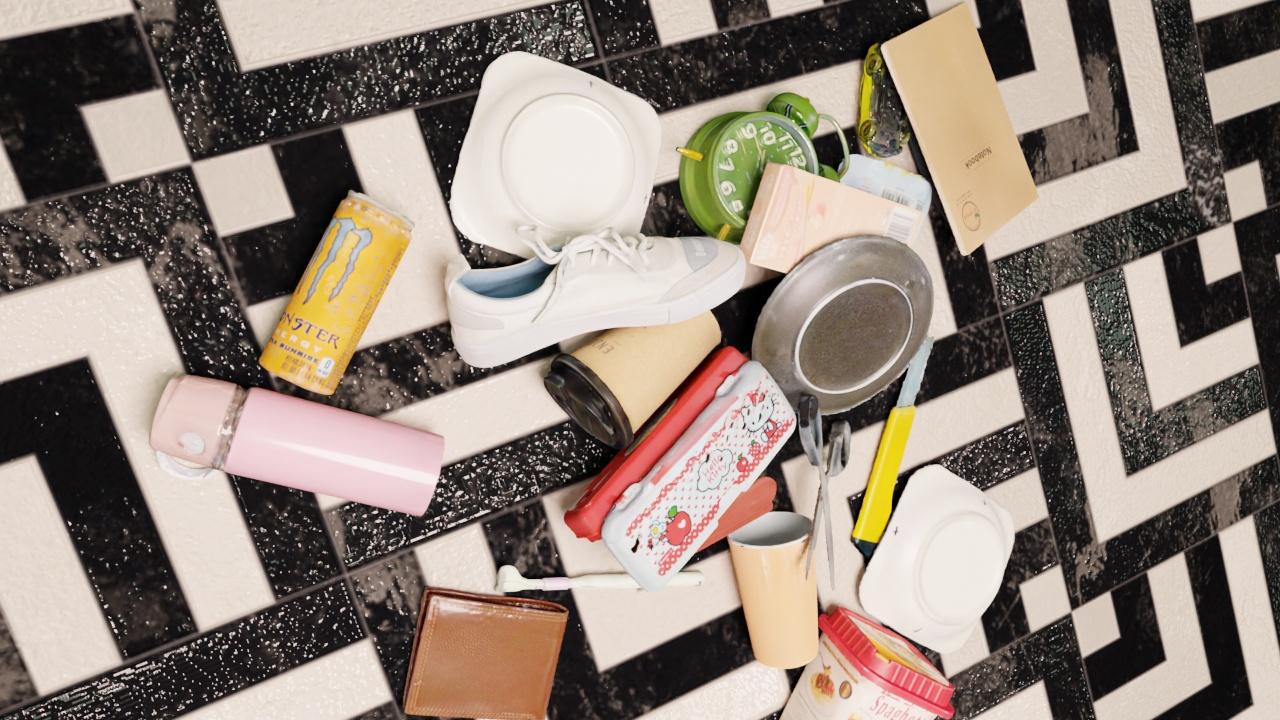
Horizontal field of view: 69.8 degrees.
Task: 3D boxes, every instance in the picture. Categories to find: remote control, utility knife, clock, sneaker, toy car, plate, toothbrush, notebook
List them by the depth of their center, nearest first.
[{"bbox_3d":[-0.036,-0.072,0.719,0.242,0.089,0.091,-15,129,-9],"label":"sneaker"},{"bbox_3d":[-0.062,-0.159,0.750,0.164,0.034,0.163,15,89,-20],"label":"plate"},{"bbox_3d":[-0.031,0.188,0.791,0.189,0.020,0.029,5,122,-21],"label":"toothbrush"},{"bbox_3d":[0.182,-0.023,0.798,0.179,0.024,0.180,-9,123,-15],"label":"plate"},{"bbox_3d":[0.112,-0.166,0.799,0.161,0.056,0.116,-25,102,-17],"label":"clock"},{"bbox_3d":[0.223,-0.239,0.845,0.048,0.032,0.105,2,92,-28],"label":"toy car"},{"bbox_3d":[0.307,-0.222,0.868,0.147,0.008,0.208,-34,104,-33],"label":"notebook"},{"bbox_3d":[0.288,-0.187,0.877,0.053,0.024,0.136,-31,102,-17],"label":"remote control"},{"bbox_3d":[0.244,0.081,0.882,0.033,0.015,0.223,18,89,-25],"label":"utility knife"},{"bbox_3d":[0.303,0.200,0.895,0.164,0.034,0.163,30,83,-24],"label":"plate"}]

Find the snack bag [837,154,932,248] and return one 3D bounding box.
[{"bbox_3d":[0.207,-0.085,0.848,0.110,0.039,0.191,15,91,-27],"label":"snack bag"}]

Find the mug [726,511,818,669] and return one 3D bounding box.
[{"bbox_3d":[0.122,0.206,0.820,0.078,0.078,0.123,-12,103,-19],"label":"mug"}]

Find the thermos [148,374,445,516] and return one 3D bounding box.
[{"bbox_3d":[-0.254,0.071,0.684,0.198,0.067,0.087,16,117,-20],"label":"thermos"}]

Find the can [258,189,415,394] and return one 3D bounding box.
[{"bbox_3d":[-0.225,-0.050,0.685,0.058,0.058,0.146,27,84,-19],"label":"can"}]

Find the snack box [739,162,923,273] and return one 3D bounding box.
[{"bbox_3d":[0.163,-0.107,0.781,0.157,0.026,0.084,12,103,-27],"label":"snack box"}]

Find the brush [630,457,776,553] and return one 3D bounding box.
[{"bbox_3d":[0.045,0.134,0.787,0.145,0.069,0.063,-27,101,-16],"label":"brush"}]

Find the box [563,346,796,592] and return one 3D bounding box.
[{"bbox_3d":[0.041,0.090,0.750,0.100,0.096,0.201,45,69,-4],"label":"box"}]

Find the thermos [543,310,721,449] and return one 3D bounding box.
[{"bbox_3d":[-0.004,0.004,0.755,0.143,0.093,0.093,-40,105,-21],"label":"thermos"}]

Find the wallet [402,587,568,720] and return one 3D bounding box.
[{"bbox_3d":[-0.127,0.244,0.755,0.124,0.032,0.101,12,92,-19],"label":"wallet"}]

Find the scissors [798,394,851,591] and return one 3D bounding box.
[{"bbox_3d":[0.161,0.112,0.808,0.159,0.014,0.181,-31,113,-56],"label":"scissors"}]

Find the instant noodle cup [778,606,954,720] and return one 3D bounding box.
[{"bbox_3d":[0.199,0.311,0.836,0.116,0.116,0.124,29,95,-19],"label":"instant noodle cup"}]
